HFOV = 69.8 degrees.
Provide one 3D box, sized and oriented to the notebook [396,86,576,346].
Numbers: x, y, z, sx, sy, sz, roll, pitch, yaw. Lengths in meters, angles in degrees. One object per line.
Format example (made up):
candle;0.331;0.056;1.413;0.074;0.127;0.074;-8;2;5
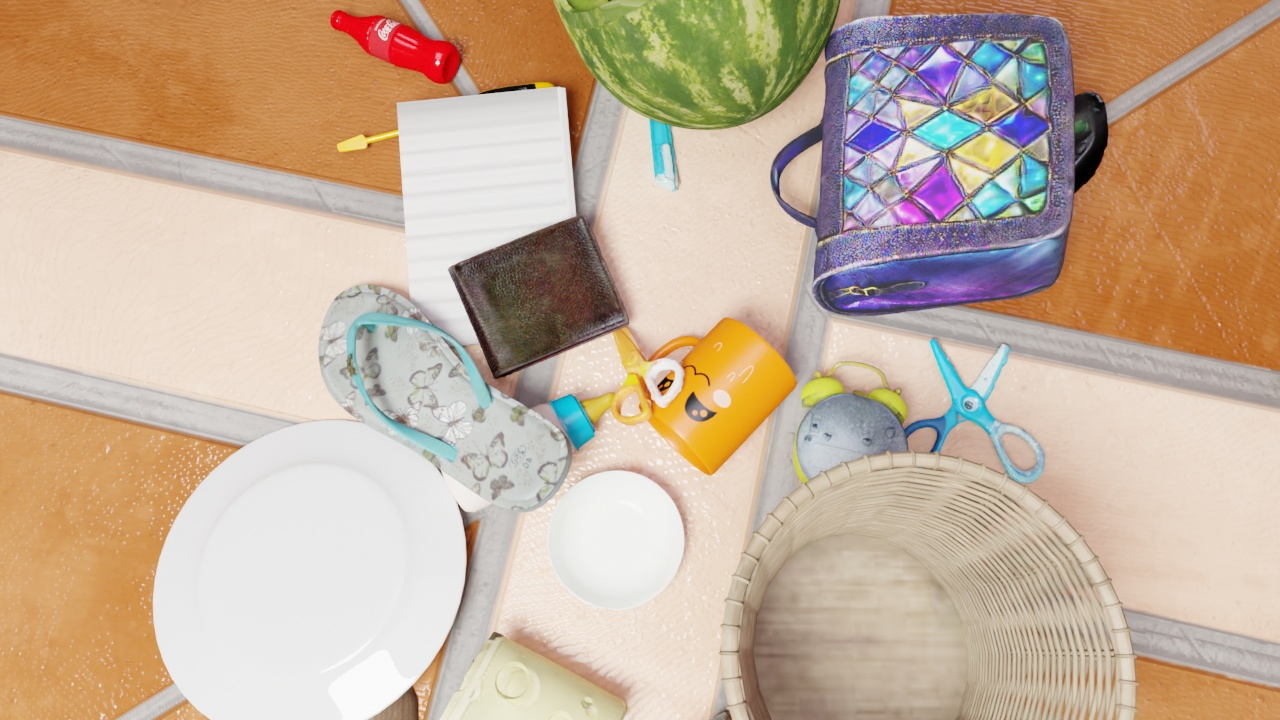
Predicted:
notebook;-0.125;-0.119;0.764;0.142;0.009;0.209;-5;85;1

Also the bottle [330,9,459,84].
bottle;-0.220;-0.281;0.811;0.119;0.036;0.036;24;78;8

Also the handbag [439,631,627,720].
handbag;-0.083;0.267;0.647;0.119;0.081;0.111;24;65;10

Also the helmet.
helmet;0.042;-0.296;0.701;0.214;0.243;0.247;-22;78;20

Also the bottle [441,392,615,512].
bottle;-0.081;0.064;0.712;0.146;0.051;0.051;-30;77;-5

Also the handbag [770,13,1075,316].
handbag;0.211;-0.146;0.710;0.222;0.125;0.204;0;75;21

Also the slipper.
slipper;-0.168;0.024;0.691;0.269;0.055;0.098;36;83;26

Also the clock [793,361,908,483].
clock;0.160;0.057;0.702;0.083;0.057;0.119;12;77;6

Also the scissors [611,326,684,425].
scissors;-0.002;0.002;0.706;0.064;0.013;0.127;-33;35;9

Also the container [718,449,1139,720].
container;0.156;0.189;0.590;0.227;0.196;0.226;0;73;-1

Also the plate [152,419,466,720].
plate;-0.253;0.157;0.694;0.242;0.016;0.242;-2;67;4

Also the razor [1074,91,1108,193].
razor;0.330;-0.153;0.756;0.067;0.054;0.151;39;87;21

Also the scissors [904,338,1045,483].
scissors;0.253;0.046;0.725;0.137;0.011;0.134;-25;79;-3

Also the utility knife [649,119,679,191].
utility knife;0.016;-0.232;0.802;0.022;0.015;0.180;4;72;-27

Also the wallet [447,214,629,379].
wallet;-0.081;-0.052;0.738;0.120;0.031;0.099;-23;87;-2

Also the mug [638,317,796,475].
mug;0.048;0.020;0.713;0.096;0.077;0.112;-45;48;-9

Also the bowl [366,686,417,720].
bowl;-0.225;0.269;0.677;0.118;0.030;0.117;-1;76;2

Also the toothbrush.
toothbrush;-0.167;-0.209;0.796;0.197;0.031;0.031;-14;102;1

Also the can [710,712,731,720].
can;0.067;0.309;0.636;0.067;0.068;0.105;-37;77;-7

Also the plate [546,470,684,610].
plate;-0.019;0.138;0.704;0.104;0.026;0.104;0;77;2
